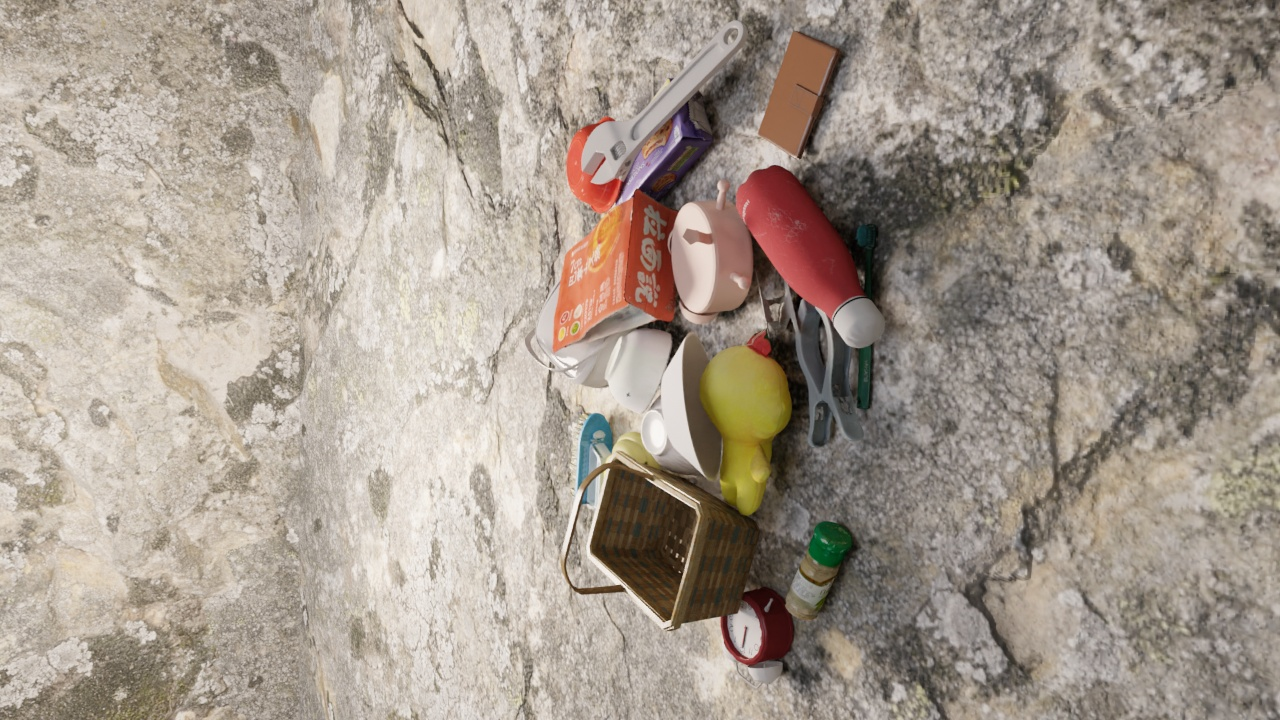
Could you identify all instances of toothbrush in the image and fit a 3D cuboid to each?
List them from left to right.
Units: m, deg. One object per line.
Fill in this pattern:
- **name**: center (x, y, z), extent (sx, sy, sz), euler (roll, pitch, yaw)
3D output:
- **toothbrush**: center (0.228, -0.045, 0.937), extent (0.016, 0.017, 0.190), euler (6, 97, 56)

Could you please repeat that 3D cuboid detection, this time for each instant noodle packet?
- **instant noodle packet**: center (-0.052, -0.109, 1.225), extent (0.222, 0.084, 0.164), euler (-20, 58, 47)

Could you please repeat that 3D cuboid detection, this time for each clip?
- **clip**: center (0.155, -0.058, 1.022), extent (0.058, 0.054, 0.101), euler (-37, 41, 34)
- **clip**: center (0.201, 0.007, 0.951), extent (0.106, 0.027, 0.163), euler (162, 104, -68)

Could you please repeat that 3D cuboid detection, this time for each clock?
- **clock**: center (0.072, -0.121, 1.085), extent (0.161, 0.086, 0.131), euler (129, 132, -73)
- **clock**: center (0.133, 0.320, 1.071), extent (0.087, 0.044, 0.124), euler (24, 110, 53)

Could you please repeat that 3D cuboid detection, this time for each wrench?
- **wrench**: center (0.023, -0.314, 1.115), extent (0.274, 0.018, 0.086), euler (-40, 55, 31)

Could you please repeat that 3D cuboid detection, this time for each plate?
- **plate**: center (0.055, 0.055, 1.068), extent (0.036, 0.174, 0.174), euler (-9, 83, 16)

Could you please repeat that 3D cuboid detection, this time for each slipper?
- **slipper**: center (-0.023, 0.194, 1.263), extent (0.092, 0.081, 0.190), euler (3, 97, 58)

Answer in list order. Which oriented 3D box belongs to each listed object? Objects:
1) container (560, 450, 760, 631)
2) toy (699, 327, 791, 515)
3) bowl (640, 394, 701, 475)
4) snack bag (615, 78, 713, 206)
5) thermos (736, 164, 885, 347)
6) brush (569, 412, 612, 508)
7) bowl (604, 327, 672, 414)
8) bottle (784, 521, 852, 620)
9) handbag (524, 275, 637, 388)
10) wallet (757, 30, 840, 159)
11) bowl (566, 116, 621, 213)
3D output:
- **container**: center (0.000, 0.207, 1.093), extent (0.250, 0.186, 0.157), euler (22, 98, 63)
- **toy**: center (0.117, 0.070, 1.042), extent (0.134, 0.092, 0.208), euler (-160, 63, -69)
- **bowl**: center (0.042, 0.091, 1.176), extent (0.118, 0.062, 0.118), euler (4, 95, 56)
- **snack bag**: center (0.022, -0.268, 1.192), extent (0.206, 0.058, 0.096), euler (-40, 55, 53)
- **thermos**: center (0.176, -0.106, 0.945), extent (0.073, 0.073, 0.239), euler (-61, 40, 37)
- **brush**: center (-0.065, 0.144, 1.340), extent (0.075, 0.055, 0.136), euler (15, 104, 59)
- **bowl**: center (-0.007, 0.007, 1.200), extent (0.113, 0.063, 0.113), euler (-160, 91, -81)
- **bottle**: center (0.190, 0.227, 0.985), extent (0.043, 0.043, 0.111), euler (45, 128, 45)
- **handbag**: center (-0.073, -0.092, 1.322), extent (0.216, 0.095, 0.223), euler (42, 113, 45)
- **wallet**: center (0.172, -0.292, 1.009), extent (0.087, 0.013, 0.121), euler (51, 131, 48)
- **bowl**: center (-0.068, -0.267, 1.248), extent (0.131, 0.045, 0.130), euler (179, 90, -64)
